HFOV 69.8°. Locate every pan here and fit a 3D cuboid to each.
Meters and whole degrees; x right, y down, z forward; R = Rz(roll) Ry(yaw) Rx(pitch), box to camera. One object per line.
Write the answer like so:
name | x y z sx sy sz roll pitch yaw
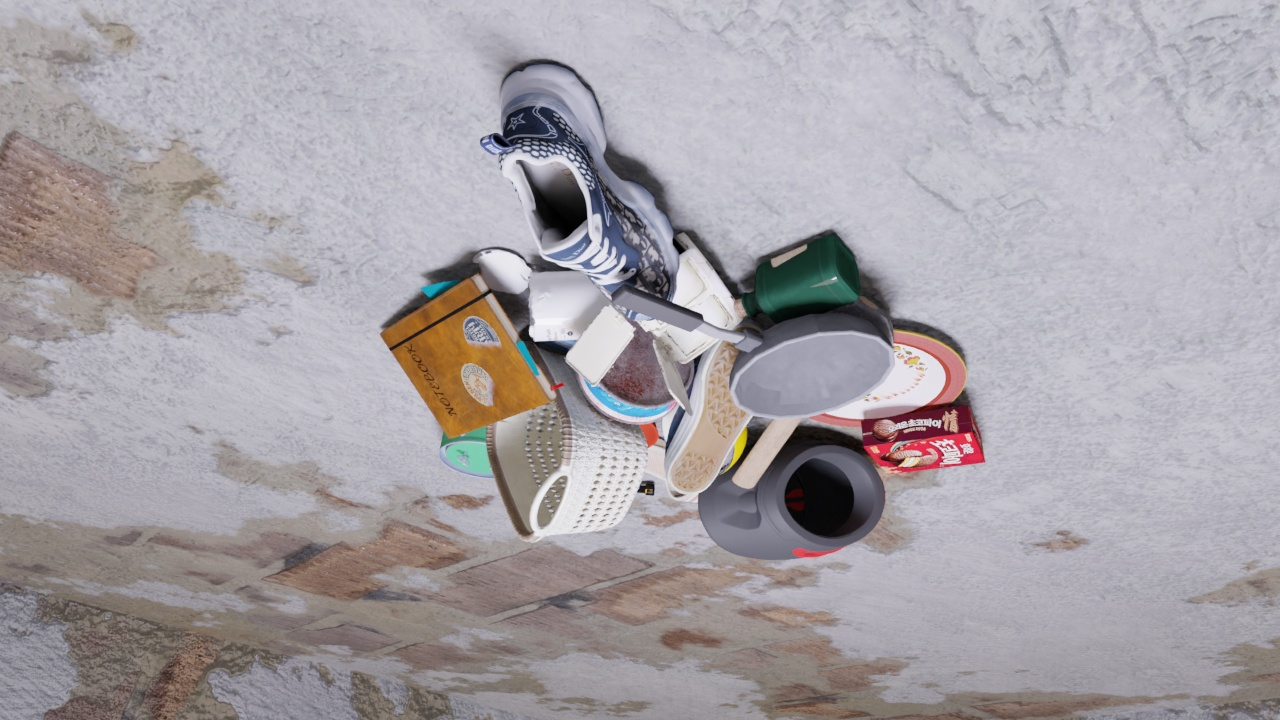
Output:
pan | 0.114 -0.020 0.936 0.356 0.041 0.179 18 139 -37

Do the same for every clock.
clock | -0.233 0.135 1.347 0.122 0.075 0.162 12 148 -10

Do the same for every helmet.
helmet | 0.196 0.198 1.297 0.264 0.164 0.170 1 169 -27

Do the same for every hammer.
hammer | -0.041 0.181 1.329 0.123 0.036 0.321 4 171 2
hammer | 0.189 0.051 1.100 0.119 0.030 0.332 21 129 -7

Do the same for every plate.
plate | 0.283 0.020 1.137 0.230 0.021 0.230 4 148 2

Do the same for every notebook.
notebook | -0.208 -0.006 1.072 0.250 0.014 0.178 -21 105 48

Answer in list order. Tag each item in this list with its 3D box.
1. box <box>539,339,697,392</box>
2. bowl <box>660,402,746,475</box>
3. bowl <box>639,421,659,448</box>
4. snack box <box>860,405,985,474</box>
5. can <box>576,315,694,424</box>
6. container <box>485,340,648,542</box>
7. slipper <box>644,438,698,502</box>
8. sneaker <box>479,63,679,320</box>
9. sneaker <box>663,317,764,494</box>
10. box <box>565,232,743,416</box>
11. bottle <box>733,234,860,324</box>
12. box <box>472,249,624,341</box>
box | -0.027 -0.013 1.139 0.209 0.049 0.066 22 163 -21
bowl | 0.092 0.087 1.212 0.117 0.067 0.117 19 123 33
bowl | -0.034 0.086 1.277 0.122 0.035 0.122 4 148 2
snack box | 0.378 0.109 1.220 0.133 0.035 0.152 -11 156 23
can | -0.006 0.006 1.059 0.130 0.129 0.044 13 147 -12
container | -0.098 0.098 1.118 0.142 0.246 0.185 8 120 -29
slipper | 0.082 0.179 1.392 0.262 0.052 0.115 24 144 -26
sneaker | -0.053 -0.120 0.823 0.103 0.132 0.269 -13 129 26
sneaker | 0.089 0.048 1.112 0.087 0.079 0.236 14 114 -16
box | 0.032 -0.027 0.978 0.095 0.185 0.145 29 170 42
bottle | 0.158 -0.075 0.965 0.132 0.061 0.061 -21 140 32
box | -0.103 -0.071 1.012 0.162 0.112 0.085 -4 153 -10
